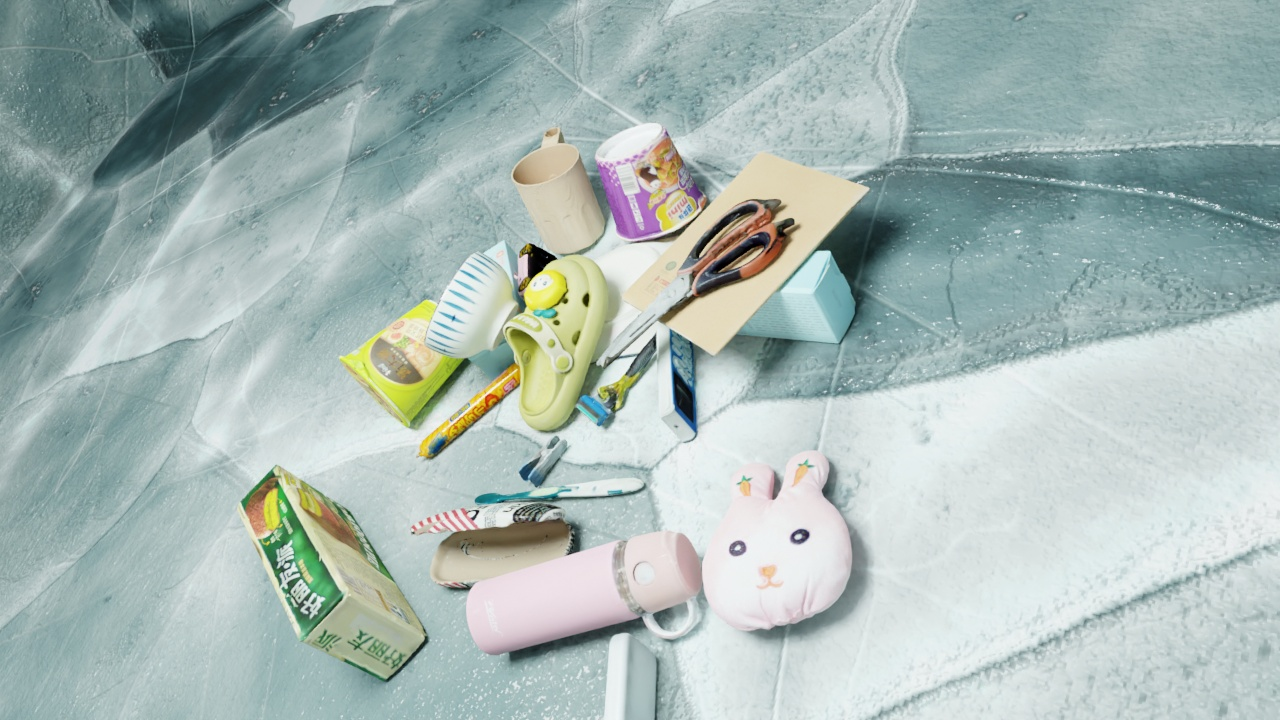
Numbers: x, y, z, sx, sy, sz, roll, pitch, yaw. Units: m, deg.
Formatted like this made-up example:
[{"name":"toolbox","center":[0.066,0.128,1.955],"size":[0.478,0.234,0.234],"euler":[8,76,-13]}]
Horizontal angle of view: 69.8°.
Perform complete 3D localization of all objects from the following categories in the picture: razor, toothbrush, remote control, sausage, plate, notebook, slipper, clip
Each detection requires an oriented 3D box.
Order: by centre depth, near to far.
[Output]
[{"name":"remote control","center":[-0.009,0.275,0.683],"size":[0.020,0.056,0.135],"euler":[-15,48,22]},{"name":"notebook","center":[0.093,-0.106,0.855],"size":[0.207,0.008,0.148],"euler":[-47,43,-8]},{"name":"remote control","center":[0.033,0.015,0.877],"size":[0.024,0.049,0.124],"euler":[-21,45,22]},{"name":"toothbrush","center":[-0.081,0.130,0.888],"size":[0.192,0.018,0.016],"euler":[-10,50,26]},{"name":"clip","center":[-0.095,0.099,0.917],"size":[0.038,0.026,0.058],"euler":[25,63,33]},{"name":"razor","center":[-0.005,0.005,0.929],"size":[0.142,0.022,0.043],"euler":[-50,48,-5]},{"name":"slipper","center":[-0.095,-0.024,0.947],"size":[0.092,0.081,0.190],"euler":[6,80,43]},{"name":"plate","center":[-0.018,-0.075,1.001],"size":[0.164,0.034,0.164],"euler":[-12,49,28]},{"name":"sausage","center":[-0.186,0.054,1.019],"size":[0.165,0.021,0.021],"euler":[-41,42,0]}]

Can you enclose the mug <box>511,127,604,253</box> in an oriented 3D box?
[{"name":"mug","center":[-0.095,-0.205,1.104],"size":[0.084,0.104,0.124],"euler":[-11,42,13]}]

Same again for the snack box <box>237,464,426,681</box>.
[{"name":"snack box","center":[-0.311,0.205,0.913],"size":[0.063,0.114,0.240],"euler":[-48,43,-7]}]

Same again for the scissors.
[{"name":"scissors","center":[0.049,-0.063,0.830],"size":[0.186,0.015,0.208],"euler":[-1,54,33]}]

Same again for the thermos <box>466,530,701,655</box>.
[{"name":"thermos","center":[-0.045,0.204,0.770],"size":[0.199,0.067,0.087],"euler":[-19,78,20]}]

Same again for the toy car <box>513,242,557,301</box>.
[{"name":"toy car","center":[-0.118,-0.093,1.066],"size":[0.037,0.056,0.122],"euler":[-51,27,28]}]

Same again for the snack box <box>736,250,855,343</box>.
[{"name":"snack box","center":[0.109,-0.063,0.870],"size":[0.175,0.074,0.051],"euler":[7,60,39]}]

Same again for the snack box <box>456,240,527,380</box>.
[{"name":"snack box","center":[-0.167,-0.061,1.081],"size":[0.074,0.051,0.174],"euler":[-31,44,12]}]

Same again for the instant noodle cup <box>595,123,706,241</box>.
[{"name":"instant noodle cup","center":[0.005,-0.204,1.027],"size":[0.112,0.099,0.111],"euler":[-19,30,11]}]

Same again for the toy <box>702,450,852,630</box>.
[{"name":"toy","center":[0.106,0.137,0.725],"size":[0.121,0.054,0.159],"euler":[-18,39,22]}]

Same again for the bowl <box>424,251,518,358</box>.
[{"name":"bowl","center":[-0.172,-0.050,0.972],"size":[0.116,0.066,0.116],"euler":[-62,2,3]}]

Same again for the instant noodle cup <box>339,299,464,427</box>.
[{"name":"instant noodle cup","center":[-0.266,-0.004,1.070],"size":[0.123,0.112,0.112],"euler":[-46,42,-17]}]

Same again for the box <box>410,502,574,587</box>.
[{"name":"box","center":[-0.136,0.177,0.862],"size":[0.163,0.076,0.087],"euler":[-13,88,27]}]
